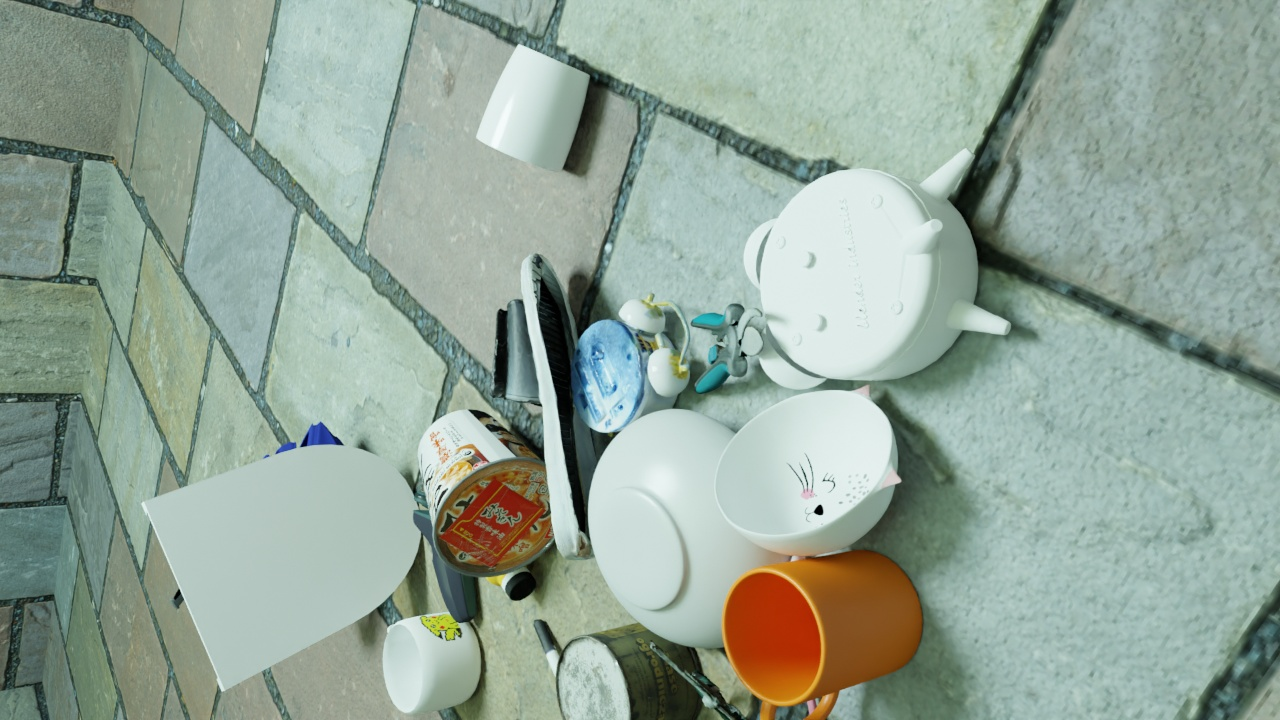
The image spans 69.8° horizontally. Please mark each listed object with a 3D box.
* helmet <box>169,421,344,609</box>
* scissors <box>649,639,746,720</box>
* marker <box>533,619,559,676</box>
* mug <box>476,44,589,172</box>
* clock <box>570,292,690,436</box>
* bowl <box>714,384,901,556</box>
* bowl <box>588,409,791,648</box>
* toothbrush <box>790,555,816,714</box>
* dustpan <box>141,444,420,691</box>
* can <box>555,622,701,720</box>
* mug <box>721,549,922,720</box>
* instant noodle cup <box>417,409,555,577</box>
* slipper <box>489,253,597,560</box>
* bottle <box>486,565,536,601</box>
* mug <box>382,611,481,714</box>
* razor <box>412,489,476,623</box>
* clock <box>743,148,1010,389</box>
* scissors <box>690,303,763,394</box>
[{"bbox_3d":[-0.425,0.200,1.062,0.148,0.227,0.241,-18,81,59],"label":"helmet"},{"bbox_3d":[0.046,0.212,0.583,0.015,0.210,0.137,-45,31,-10],"label":"scissors"},{"bbox_3d":[-0.065,0.282,0.794,0.152,0.011,0.011,55,127,46],"label":"marker"},{"bbox_3d":[-0.094,-0.228,0.825,0.114,0.081,0.088,-112,44,-70],"label":"mug"},{"bbox_3d":[-0.004,0.004,0.721,0.126,0.051,0.088,-46,55,37],"label":"clock"},{"bbox_3d":[0.108,0.077,0.568,0.115,0.050,0.114,-23,34,17],"label":"bowl"},{"bbox_3d":[0.018,0.126,0.656,0.177,0.066,0.177,11,107,43],"label":"bowl"},{"bbox_3d":[0.107,0.193,0.610,0.016,0.021,0.135,-7,85,39],"label":"toothbrush"},{"bbox_3d":[-0.357,0.194,0.962,0.053,0.257,0.191,-28,86,45],"label":"dustpan"},{"bbox_3d":[-0.009,0.248,0.700,0.090,0.074,0.090,0,90,49],"label":"can"},{"bbox_3d":[0.107,0.175,0.554,0.078,0.095,0.112,17,101,48],"label":"mug"},{"bbox_3d":[-0.145,0.111,0.839,0.122,0.123,0.124,44,121,51],"label":"instant noodle cup"},{"bbox_3d":[-0.082,0.036,0.764,0.063,0.111,0.263,-16,79,12],"label":"slipper"},{"bbox_3d":[-0.147,0.172,0.883,0.143,0.043,0.043,43,119,41],"label":"bottle"},{"bbox_3d":[-0.218,0.302,0.940,0.116,0.068,0.094,32,112,45],"label":"mug"},{"bbox_3d":[-0.198,0.200,0.945,0.052,0.047,0.142,-24,72,20],"label":"razor"},{"bbox_3d":[0.128,-0.050,0.555,0.161,0.072,0.125,-19,74,47],"label":"clock"},{"bbox_3d":[0.057,-0.010,0.639,0.126,0.019,0.155,-105,19,-46],"label":"scissors"}]
